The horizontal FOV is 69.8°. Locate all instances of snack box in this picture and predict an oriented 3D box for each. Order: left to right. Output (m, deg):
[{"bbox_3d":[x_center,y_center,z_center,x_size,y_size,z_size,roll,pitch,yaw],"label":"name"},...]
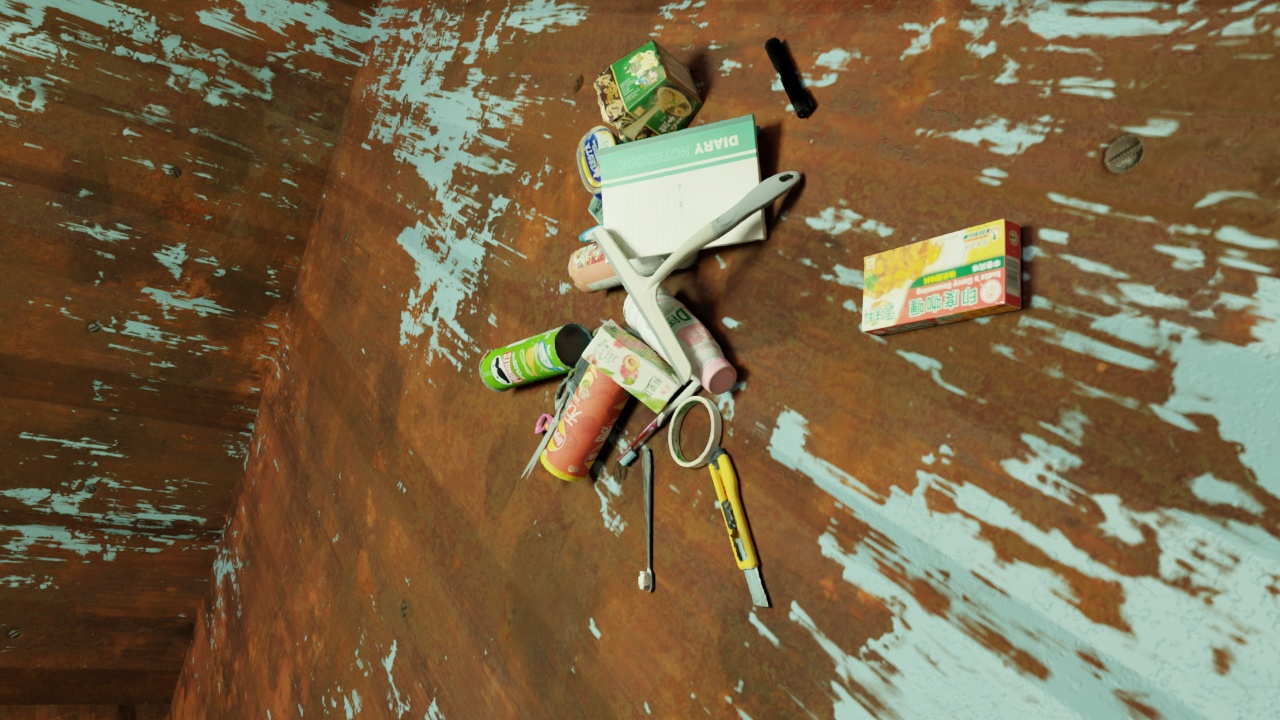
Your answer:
[{"bbox_3d":[0.017,-0.360,1.255,0.106,0.117,0.118,-34,53,29],"label":"snack box"},{"bbox_3d":[0.273,-0.073,0.844,0.156,0.027,0.077,-12,70,53],"label":"snack box"}]

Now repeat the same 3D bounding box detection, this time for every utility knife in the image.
[{"bbox_3d":[0.106,0.179,1.005,0.033,0.015,0.196,-49,43,38],"label":"utility knife"}]

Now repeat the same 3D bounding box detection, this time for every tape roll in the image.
[{"bbox_3d":[0.065,0.086,1.099,0.086,0.014,0.085,-24,59,49],"label":"tape roll"}]

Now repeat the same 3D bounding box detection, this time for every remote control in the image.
[{"bbox_3d":[-0.038,-0.216,1.348,0.056,0.019,0.135,-60,37,22],"label":"remote control"}]

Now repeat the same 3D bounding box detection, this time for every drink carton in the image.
[{"bbox_3d":[-0.007,0.007,1.145,0.054,0.122,0.045,-55,-3,28],"label":"drink carton"}]

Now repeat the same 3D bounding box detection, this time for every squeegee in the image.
[{"bbox_3d":[0.080,-0.141,1.057,0.247,0.039,0.246,-37,62,14],"label":"squeegee"}]

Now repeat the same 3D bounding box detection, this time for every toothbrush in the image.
[{"bbox_3d":[0.007,0.195,1.142,0.016,0.018,0.180,-29,54,51],"label":"toothbrush"},{"bbox_3d":[0.026,0.078,1.156,0.017,0.016,0.188,48,124,7],"label":"toothbrush"}]

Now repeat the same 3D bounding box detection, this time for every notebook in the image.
[{"bbox_3d":[0.047,-0.206,1.117,0.209,0.012,0.150,-6,85,26],"label":"notebook"}]

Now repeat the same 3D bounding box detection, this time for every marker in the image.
[{"bbox_3d":[0.175,-0.336,1.085,0.022,0.020,0.131,-33,51,24],"label":"marker"}]

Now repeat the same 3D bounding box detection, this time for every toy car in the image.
[{"bbox_3d":[-0.060,0.004,1.282,0.121,0.036,0.054,-55,41,14],"label":"toy car"}]

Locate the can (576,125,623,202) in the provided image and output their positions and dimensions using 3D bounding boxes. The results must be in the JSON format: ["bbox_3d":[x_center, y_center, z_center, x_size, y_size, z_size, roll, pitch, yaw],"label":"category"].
[{"bbox_3d":[-0.048,-0.282,1.340,0.075,0.049,0.148,-36,44,20],"label":"can"}]

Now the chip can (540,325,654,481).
[{"bbox_3d":[-0.058,0.059,1.235,0.217,0.073,0.073,-61,37,19],"label":"chip can"}]

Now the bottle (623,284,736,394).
[{"bbox_3d":[0.049,-0.025,1.117,0.197,0.068,0.068,49,118,47],"label":"bottle"}]

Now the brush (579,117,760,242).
[{"bbox_3d":[0.025,-0.229,1.209,0.315,0.060,0.109,-4,82,46],"label":"brush"}]

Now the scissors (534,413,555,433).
[{"bbox_3d":[-0.118,0.100,1.357,0.134,0.017,0.124,-26,55,45],"label":"scissors"}]

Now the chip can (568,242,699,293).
[{"bbox_3d":[-0.014,-0.140,1.243,0.215,0.071,0.071,-10,70,54],"label":"chip can"}]

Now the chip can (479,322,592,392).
[{"bbox_3d":[-0.163,-0.003,1.407,0.237,0.072,0.072,-15,66,52],"label":"chip can"}]

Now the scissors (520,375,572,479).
[{"bbox_3d":[-0.118,0.091,1.307,0.141,0.014,0.173,-31,36,28],"label":"scissors"}]
